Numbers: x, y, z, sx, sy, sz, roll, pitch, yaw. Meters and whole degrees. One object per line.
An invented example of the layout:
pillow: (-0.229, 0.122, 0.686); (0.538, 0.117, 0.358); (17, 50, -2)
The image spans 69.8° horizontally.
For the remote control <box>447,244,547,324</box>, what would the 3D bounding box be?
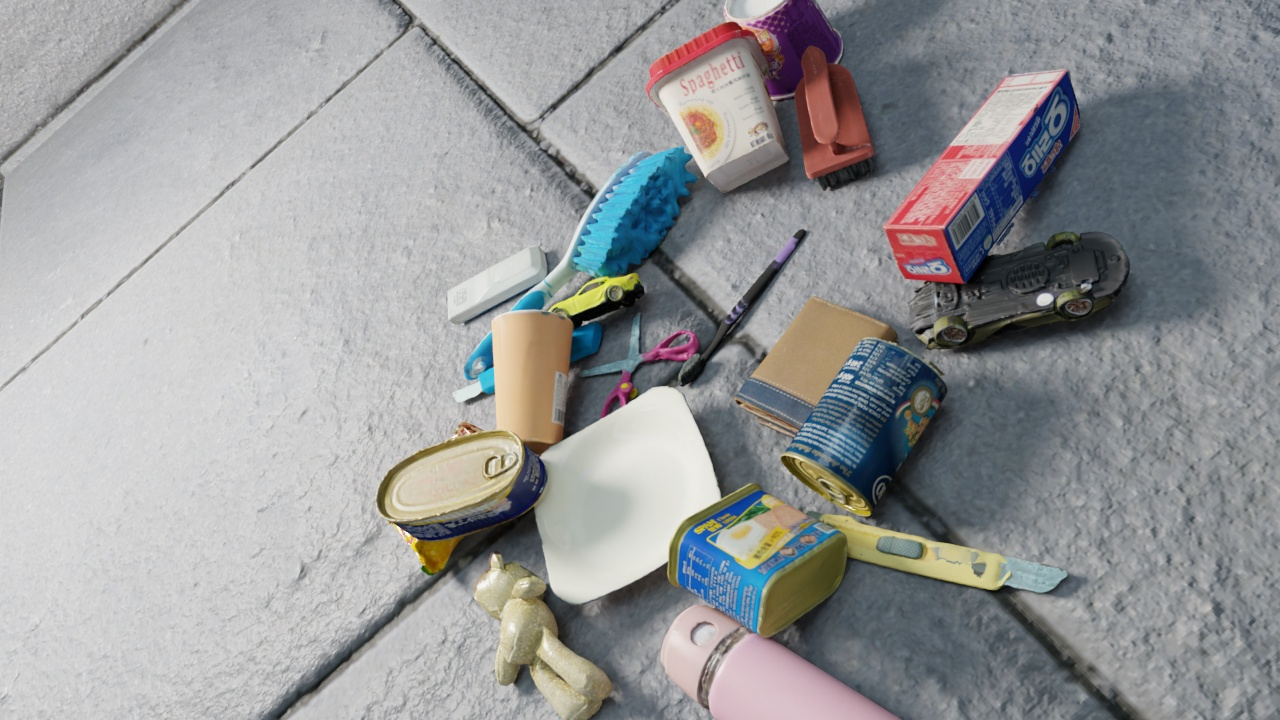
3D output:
remote control: (-0.161, -0.086, 1.023); (0.125, 0.024, 0.049); (-27, 47, 16)

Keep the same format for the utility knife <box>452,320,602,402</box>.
utility knife: (-0.119, 0.007, 0.930); (0.182, 0.018, 0.034); (-22, 51, 20)

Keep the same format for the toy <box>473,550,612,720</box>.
toy: (-0.079, 0.217, 0.725); (0.157, 0.066, 0.105); (39, 126, 41)

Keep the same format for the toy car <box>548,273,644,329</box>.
toy car: (-0.048, -0.058, 0.898); (0.105, 0.048, 0.032); (-23, 81, 12)

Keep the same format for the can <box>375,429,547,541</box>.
can: (-0.156, 0.111, 0.800); (0.148, 0.049, 0.074); (-19, 51, 16)

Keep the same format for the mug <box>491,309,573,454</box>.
mug: (-0.101, 0.023, 0.857); (0.078, 0.078, 0.122); (-11, 69, 27)

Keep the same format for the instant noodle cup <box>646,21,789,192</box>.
instant noodle cup: (0.083, -0.242, 0.900); (0.116, 0.116, 0.124); (-24, 79, 17)

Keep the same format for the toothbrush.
toothbrush: (0.092, -0.051, 0.832); (0.014, 0.017, 0.188); (31, 77, 38)

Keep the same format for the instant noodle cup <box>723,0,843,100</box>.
instant noodle cup: (0.142, -0.345, 0.956); (0.112, 0.099, 0.111); (-19, 50, 24)

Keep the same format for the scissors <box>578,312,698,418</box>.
scissors: (-0.005, 0.005, 0.858); (0.134, 0.017, 0.133); (-17, 47, 28)

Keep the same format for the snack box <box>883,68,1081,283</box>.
snack box: (0.273, -0.147, 0.718); (0.058, 0.057, 0.207); (12, 53, 50)

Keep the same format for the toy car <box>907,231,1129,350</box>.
toy car: (0.278, -0.050, 0.684); (0.158, 0.042, 0.070); (-14, 48, 31)

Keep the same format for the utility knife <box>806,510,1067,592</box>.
utility knife: (0.194, 0.133, 0.632); (0.184, 0.019, 0.031); (9, 69, 33)

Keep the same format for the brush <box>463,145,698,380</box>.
brush: (-0.065, -0.095, 0.949); (0.109, 0.060, 0.314); (24, 76, 48)

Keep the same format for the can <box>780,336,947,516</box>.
can: (0.164, 0.046, 0.669); (0.075, 0.075, 0.111); (25, 74, 43)

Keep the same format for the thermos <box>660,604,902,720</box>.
thermos: (0.106, 0.220, 0.593); (0.087, 0.067, 0.199); (-38, 39, -27)

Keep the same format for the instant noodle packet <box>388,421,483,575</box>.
instant noodle packet: (-0.180, 0.127, 0.867); (0.128, 0.044, 0.111); (-48, 42, -5)

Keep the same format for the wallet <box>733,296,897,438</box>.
wallet: (0.141, 0.007, 0.745); (0.090, 0.033, 0.115); (26, 74, 40)

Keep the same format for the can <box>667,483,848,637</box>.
can: (0.083, 0.139, 0.643); (0.101, 0.057, 0.083); (-20, 32, -40)

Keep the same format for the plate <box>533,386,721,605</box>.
plate: (-0.011, 0.114, 0.766); (0.164, 0.034, 0.163); (-30, 46, 12)

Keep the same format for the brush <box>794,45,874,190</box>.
brush: (0.178, -0.236, 0.871); (0.063, 0.069, 0.145); (-18, 50, 21)
